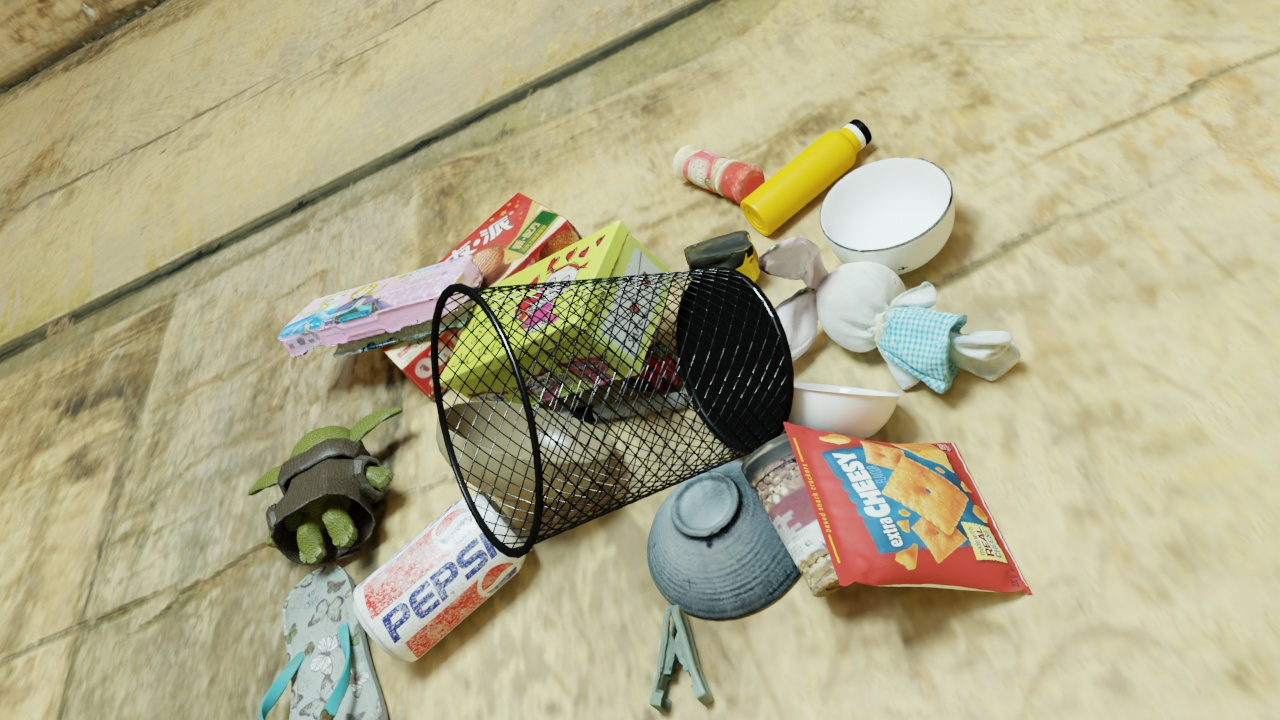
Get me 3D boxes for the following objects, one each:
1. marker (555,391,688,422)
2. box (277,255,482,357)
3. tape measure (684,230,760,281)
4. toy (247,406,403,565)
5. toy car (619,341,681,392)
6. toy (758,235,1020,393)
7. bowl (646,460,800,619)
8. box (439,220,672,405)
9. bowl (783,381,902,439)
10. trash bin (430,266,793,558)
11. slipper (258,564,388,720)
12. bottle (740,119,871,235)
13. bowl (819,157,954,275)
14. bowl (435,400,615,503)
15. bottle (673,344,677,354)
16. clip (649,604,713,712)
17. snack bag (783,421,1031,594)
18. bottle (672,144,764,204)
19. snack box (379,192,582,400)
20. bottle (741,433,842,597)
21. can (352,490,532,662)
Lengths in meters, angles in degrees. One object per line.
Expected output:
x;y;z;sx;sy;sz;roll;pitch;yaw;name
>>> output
-0.024;0.045;0.838;0.141;0.016;0.016;-10;49;23;marker
-0.268;-0.049;0.962;0.231;0.053;0.084;-12;30;26;box
0.079;-0.086;0.858;0.066;0.064;0.037;-14;54;8;tape measure
-0.301;0.127;0.884;0.179;0.078;0.152;-29;36;5;toy
-0.005;0.005;0.842;0.091;0.042;0.036;15;54;37;toy car
0.200;-0.040;0.733;0.206;0.131;0.105;17;40;25;toy
0.058;0.121;0.696;0.137;0.057;0.136;-16;47;18;bowl
-0.083;-0.030;0.845;0.222;0.081;0.124;-15;44;46;box
0.142;0.041;0.703;0.110;0.109;0.040;7;92;34;bowl
-0.017;0.020;0.657;0.209;0.184;0.184;-13;36;-28;trash bin
-0.264;0.271;0.757;0.098;0.055;0.268;-27;43;3;slipper
0.166;-0.184;0.907;0.143;0.043;0.043;-40;44;-6;bottle
0.219;-0.118;0.805;0.114;0.063;0.113;-16;47;17;bowl
-0.101;0.082;0.782;0.152;0.152;0.050;23;106;41;bowl
0.064;0.015;0.803;0.030;0.030;0.113;-40;44;-7;bottle
0.027;0.212;0.661;0.059;0.023;0.076;-15;49;16;clip
0.176;0.100;0.620;0.144;0.039;0.130;7;43;-19;snack bag
0.081;-0.197;0.970;0.044;0.044;0.109;-45;45;-12;bottle
-0.177;-0.075;0.999;0.236;0.060;0.113;-43;42;-10;snack box
0.120;0.108;0.648;0.056;0.056;0.105;-30;66;3;bottle
-0.163;0.177;0.760;0.136;0.078;0.078;-41;44;-7;can
